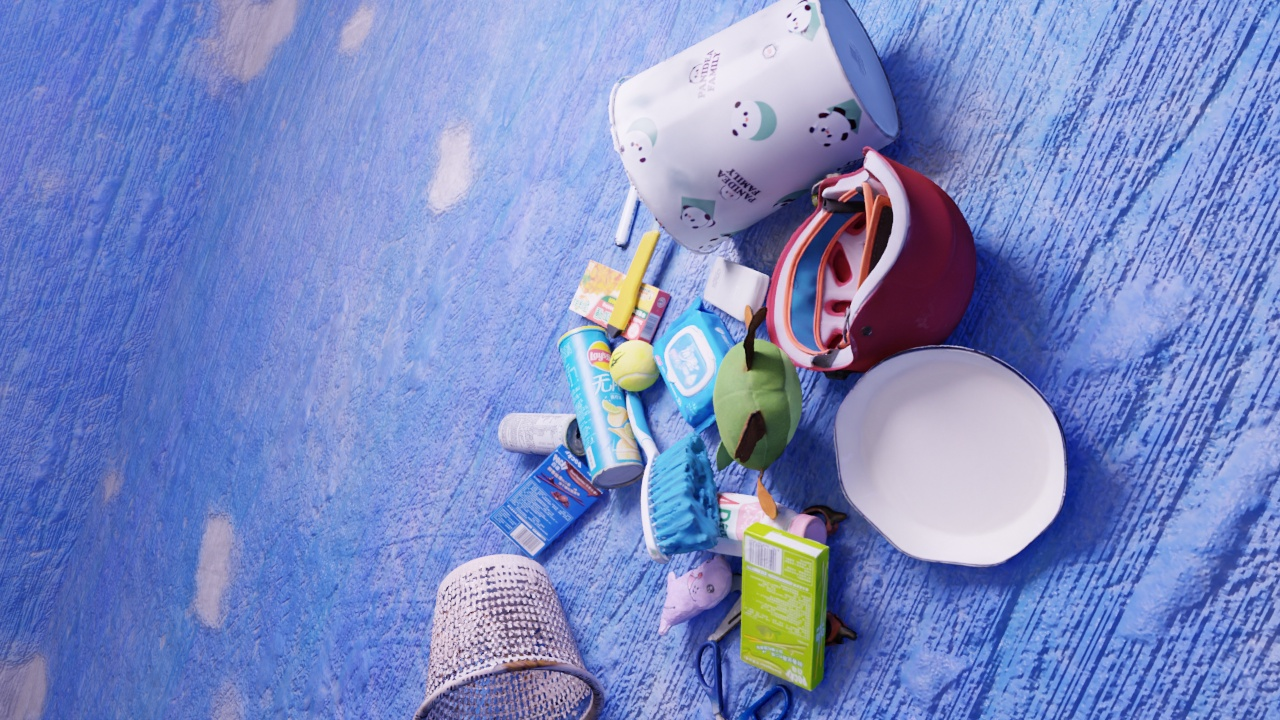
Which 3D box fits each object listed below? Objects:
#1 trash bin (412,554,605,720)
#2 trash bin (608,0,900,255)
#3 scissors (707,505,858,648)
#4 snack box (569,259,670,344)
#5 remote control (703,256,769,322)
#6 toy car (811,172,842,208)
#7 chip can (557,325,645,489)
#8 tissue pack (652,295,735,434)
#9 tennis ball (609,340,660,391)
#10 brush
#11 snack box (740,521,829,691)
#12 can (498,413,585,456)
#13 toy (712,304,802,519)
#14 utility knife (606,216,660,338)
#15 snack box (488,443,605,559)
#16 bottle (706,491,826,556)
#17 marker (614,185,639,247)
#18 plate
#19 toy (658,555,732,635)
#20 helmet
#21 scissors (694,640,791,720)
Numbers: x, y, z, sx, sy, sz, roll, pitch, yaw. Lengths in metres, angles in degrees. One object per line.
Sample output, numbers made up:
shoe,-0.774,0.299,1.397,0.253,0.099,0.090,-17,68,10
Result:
trash bin,-0.172,0.360,1.141,0.228,0.227,0.192,-47,37,24
trash bin,0.133,-0.272,1.023,0.253,0.229,0.229,-23,62,31
scissors,0.146,0.239,0.987,0.226,0.015,0.189,11,85,47
snack box,-0.030,-0.080,1.249,0.156,0.027,0.077,28,96,45
remote control,0.111,-0.084,1.073,0.150,0.021,0.058,-132,59,-71
toy car,0.221,-0.169,0.987,0.042,0.090,0.035,-27,41,40
chip can,-0.052,0.059,1.198,0.071,0.071,0.210,-36,55,31
tissue pack,0.070,0.003,1.107,0.095,0.052,0.157,-44,51,26
tennis ball,-0.007,0.007,1.172,0.066,0.065,0.065,-15,67,41
brush,0.027,0.110,1.059,0.110,0.060,0.313,-35,30,24
snack box,0.143,0.246,0.921,0.086,0.026,0.156,13,113,37
can,-0.131,0.102,1.270,0.147,0.058,0.058,-2,76,44
toy,0.119,0.048,0.940,0.090,0.247,0.226,-2,74,6
utility knife,0.004,-0.130,1.198,0.033,0.015,0.219,30,100,46
snack box,-0.125,0.190,1.226,0.084,0.026,0.157,44,115,-3
bottle,0.111,0.179,0.991,0.197,0.068,0.068,-1,77,49
marker,-0.013,-0.221,1.280,0.018,0.022,0.130,14,86,40
plate,0.279,0.084,0.831,0.205,0.045,0.205,9,107,30
toy,0.064,0.257,1.032,0.108,0.039,0.083,-40,25,35
helmet,0.235,-0.078,0.910,0.241,0.144,0.206,138,142,-66
scissors,0.094,0.385,0.990,0.176,0.012,0.162,-35,64,29
